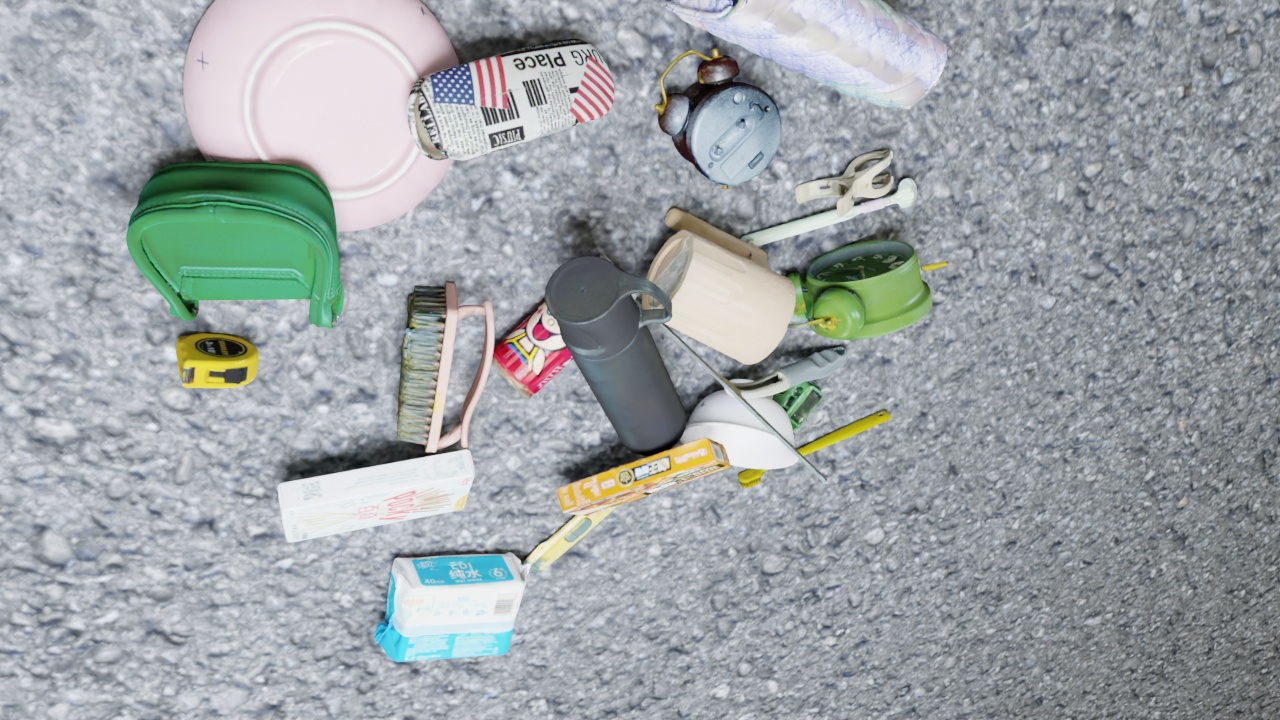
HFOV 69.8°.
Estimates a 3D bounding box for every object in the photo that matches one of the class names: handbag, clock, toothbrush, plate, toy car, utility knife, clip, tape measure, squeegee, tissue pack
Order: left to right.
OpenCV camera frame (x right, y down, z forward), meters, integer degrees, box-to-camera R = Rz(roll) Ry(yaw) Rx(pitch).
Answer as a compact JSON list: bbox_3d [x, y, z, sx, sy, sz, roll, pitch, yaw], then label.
[{"bbox_3d":[-0.316,0.003,0.684,0.057,0.060,0.029,2,114,-33],"label":"tape measure"},{"bbox_3d":[-0.273,-0.073,0.632,0.131,0.067,0.120,-1,134,-7],"label":"handbag"},{"bbox_3d":[-0.214,-0.177,0.644,0.192,0.039,0.193,-12,121,-20],"label":"plate"},{"bbox_3d":[-0.177,0.233,0.877,0.139,0.063,0.090,4,113,-29],"label":"tissue pack"},{"bbox_3d":[-0.053,0.156,0.928,0.178,0.019,0.031,-45,132,-3],"label":"utility knife"},{"bbox_3d":[0.062,-0.200,0.756,0.082,0.055,0.122,-44,126,3],"label":"clock"},{"bbox_3d":[0.132,0.015,0.874,0.246,0.246,0.039,-12,139,-51],"label":"squeegee"},{"bbox_3d":[0.150,0.054,0.954,0.043,0.036,0.091,32,104,-37],"label":"toy car"},{"bbox_3d":[0.124,-0.262,0.702,0.193,0.134,0.076,11,112,-31],"label":"handbag"},{"bbox_3d":[0.192,0.098,1.010,0.190,0.015,0.017,-22,129,-14],"label":"toothbrush"},{"bbox_3d":[0.179,-0.136,0.871,0.189,0.020,0.029,-18,117,-14],"label":"toothbrush"},{"bbox_3d":[0.197,-0.063,0.863,0.161,0.116,0.056,-25,113,-16],"label":"clock"},{"bbox_3d":[0.197,-0.164,0.853,0.097,0.060,0.034,-30,128,-22],"label":"clip"}]

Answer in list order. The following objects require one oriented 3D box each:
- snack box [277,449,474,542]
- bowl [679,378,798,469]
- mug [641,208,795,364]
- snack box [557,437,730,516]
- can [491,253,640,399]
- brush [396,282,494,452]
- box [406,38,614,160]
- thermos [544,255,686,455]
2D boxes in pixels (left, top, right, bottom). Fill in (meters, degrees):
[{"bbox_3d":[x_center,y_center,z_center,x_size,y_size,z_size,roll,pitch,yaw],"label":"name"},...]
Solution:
[{"bbox_3d":[-0.225,0.117,0.787,0.156,0.026,0.085,-8,154,-21],"label":"snack box"},{"bbox_3d":[0.101,0.057,0.903,0.118,0.119,0.064,30,63,-35],"label":"bowl"},{"bbox_3d":[0.066,-0.069,0.789,0.103,0.124,0.084,24,137,-24],"label":"mug"},{"bbox_3d":[0.004,0.111,0.866,0.154,0.026,0.075,-21,163,12],"label":"snack box"},{"bbox_3d":[-0.065,-0.030,0.790,0.133,0.053,0.053,-42,127,1],"label":"can"},{"bbox_3d":[-0.163,0.013,0.761,0.073,0.063,0.146,5,116,-17],"label":"brush"},{"bbox_3d":[-0.085,-0.191,0.658,0.163,0.077,0.075,-25,121,-32],"label":"box"},{"bbox_3d":[-0.005,0.004,0.765,0.090,0.068,0.243,-2,153,12],"label":"thermos"}]
